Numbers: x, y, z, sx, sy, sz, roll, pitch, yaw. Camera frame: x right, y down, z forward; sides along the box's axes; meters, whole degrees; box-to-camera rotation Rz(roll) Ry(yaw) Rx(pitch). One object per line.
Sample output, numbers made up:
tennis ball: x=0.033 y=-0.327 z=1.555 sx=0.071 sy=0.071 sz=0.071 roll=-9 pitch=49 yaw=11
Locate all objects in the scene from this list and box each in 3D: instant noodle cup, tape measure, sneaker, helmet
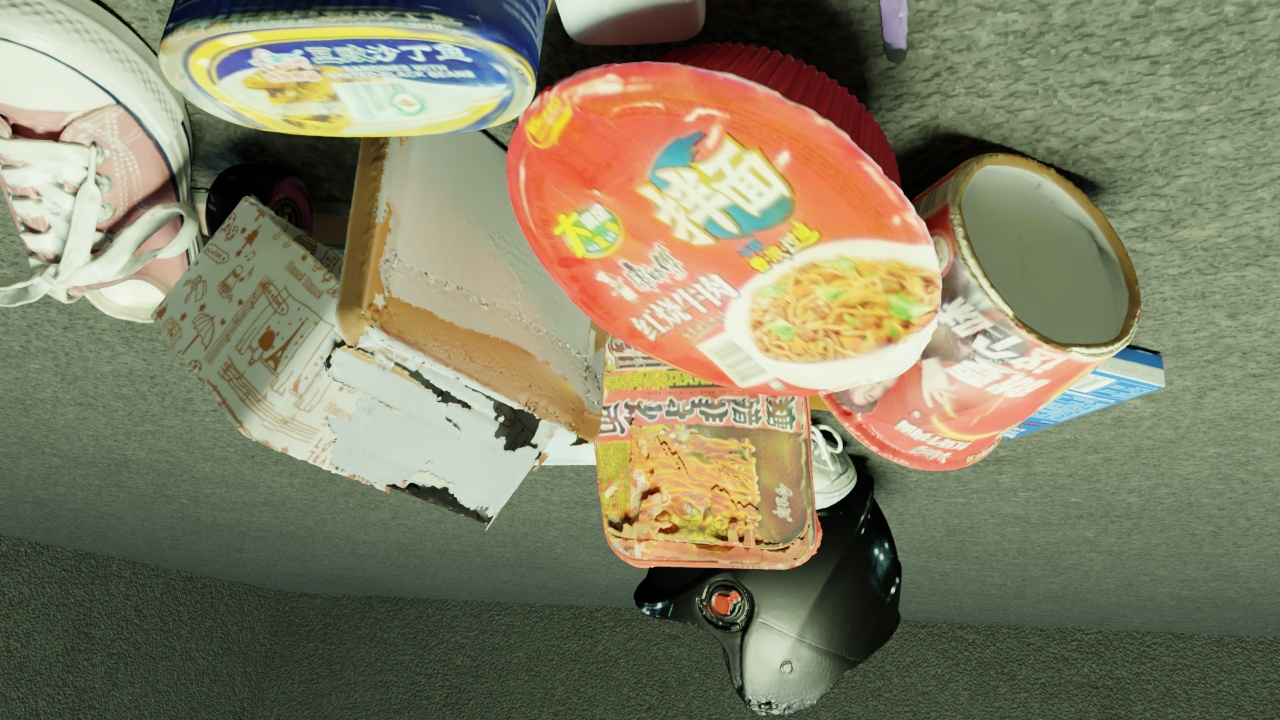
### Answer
instant noodle cup: x=0.040 y=-0.065 z=0.403 sx=0.194 sy=0.065 sz=0.194 roll=20 pitch=149 yaw=13
tape measure: x=-0.207 y=-0.077 z=0.495 sx=0.039 sy=0.057 sz=0.057 roll=7 pitch=117 yaw=11
sneaker: x=-0.274 y=-0.075 z=0.454 sx=0.118 sy=0.087 sz=0.242 roll=8 pitch=150 yaw=-11
helmet: x=0.135 y=0.213 z=0.957 sx=0.275 sy=0.230 sz=0.233 roll=8 pitch=-175 yaw=9
instant noodle cup: x=0.161 y=-0.026 z=0.451 sx=0.137 sy=0.137 sz=0.109 roll=12 pitch=150 yaw=-19
instant noodle cup: x=0.049 y=0.057 z=0.673 sx=0.165 sy=0.189 sz=0.079 roll=-3 pitch=-173 yaw=23
sneaker: x=0.121 y=0.075 z=0.810 sx=0.241 sy=0.089 sz=0.091 roll=6 pitch=127 yaw=-43

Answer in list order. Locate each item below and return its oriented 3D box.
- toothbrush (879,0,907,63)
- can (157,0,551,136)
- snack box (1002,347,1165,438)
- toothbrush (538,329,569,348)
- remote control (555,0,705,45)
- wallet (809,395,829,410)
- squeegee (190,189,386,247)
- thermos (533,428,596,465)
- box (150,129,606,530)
toothbrush: x=0.080 y=-0.155 z=0.293 sx=0.014 sy=0.016 sz=0.189 roll=10 pitch=165 yaw=20
can: x=-0.109 y=-0.126 z=0.354 sx=0.148 sy=0.049 sz=0.075 roll=2 pitch=159 yaw=9
snack box: x=0.296 y=0.023 z=0.689 sx=0.084 sy=0.026 sz=0.157 roll=12 pitch=159 yaw=-16
toothbrush: x=-0.004 y=0.004 z=0.726 sx=0.190 sy=0.015 sz=0.017 roll=22 pitch=160 yaw=-37
remote control: x=-0.011 y=-0.154 z=0.298 sx=0.056 sy=0.020 sz=0.136 roll=0 pitch=159 yaw=10
wallet: x=0.174 y=0.013 z=0.680 sx=0.119 sy=0.035 sz=0.131 roll=3 pitch=161 yaw=6
squeegee: x=-0.214 y=-0.036 z=0.637 sx=0.248 sy=0.040 sz=0.250 roll=4 pitch=160 yaw=2
thermos: x=-0.088 y=0.064 z=0.827 sx=0.225 sy=0.073 sz=0.073 roll=-3 pitch=158 yaw=24
box: x=-0.103 y=-0.032 z=0.470 sx=0.153 sy=0.181 sz=0.182 roll=33 pitch=176 yaw=36
